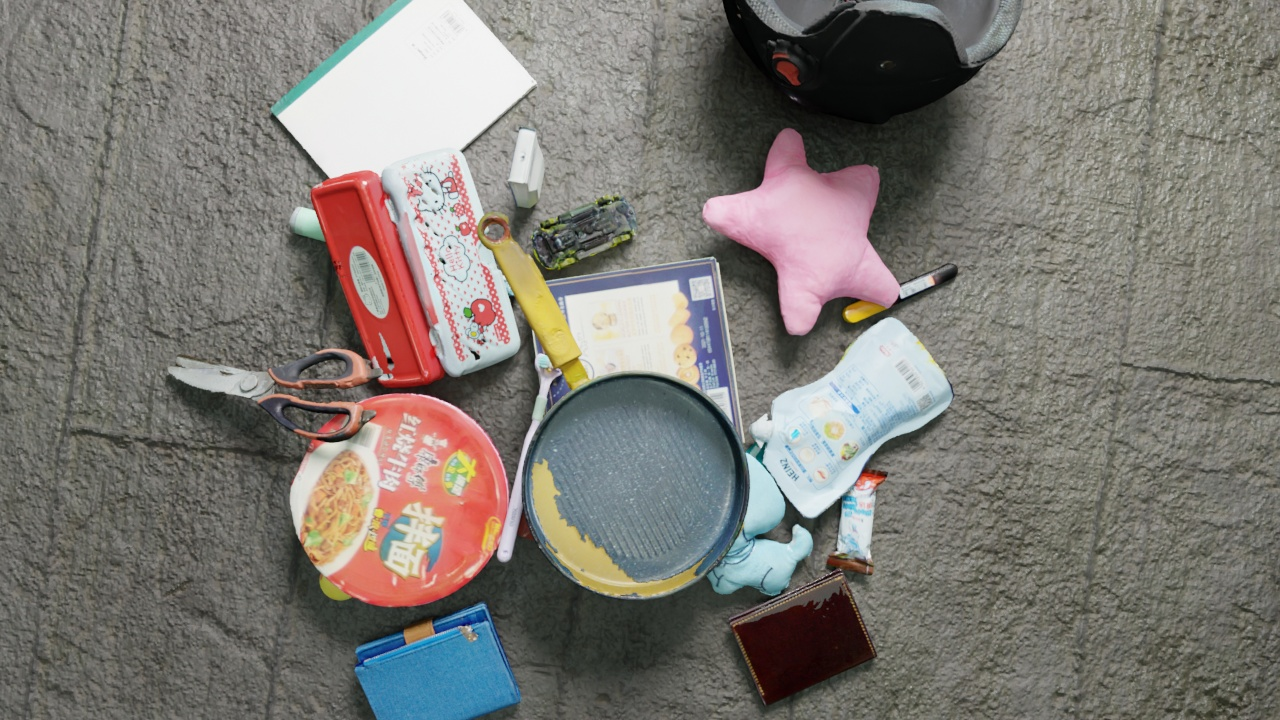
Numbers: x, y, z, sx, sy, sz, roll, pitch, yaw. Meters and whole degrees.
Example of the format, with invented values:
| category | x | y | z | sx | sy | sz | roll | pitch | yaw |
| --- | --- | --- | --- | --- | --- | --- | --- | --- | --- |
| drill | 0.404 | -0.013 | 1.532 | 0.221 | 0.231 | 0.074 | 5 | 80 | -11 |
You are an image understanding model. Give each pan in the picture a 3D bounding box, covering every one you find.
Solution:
| category | x | y | z | sx | sy | sz | roll | pitch | yaw |
| --- | --- | --- | --- | --- | --- | --- | --- | --- | --- |
| pan | -0.042 | 0.038 | 0.782 | 0.197 | 0.078 | 0.357 | -29 | 92 | -5 |

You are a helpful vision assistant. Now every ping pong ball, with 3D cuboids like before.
| category | x | y | z | sx | sy | sz | roll | pitch | yaw |
| --- | --- | --- | --- | --- | --- | --- | --- | --- | --- |
| ping pong ball | -0.280 | 0.204 | 0.860 | 0.040 | 0.040 | 0.040 | 0 | 90 | -3 |

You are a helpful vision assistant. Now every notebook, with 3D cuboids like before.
| category | x | y | z | sx | sy | sz | roll | pitch | yaw |
| --- | --- | --- | --- | --- | --- | --- | --- | --- | --- |
| notebook | -0.226 | -0.252 | 0.876 | 0.209 | 0.012 | 0.150 | -42 | 90 | -3 |

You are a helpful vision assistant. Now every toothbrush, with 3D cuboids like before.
| category | x | y | z | sx | sy | sz | roll | pitch | yaw |
| --- | --- | --- | --- | --- | --- | --- | --- | --- | --- |
| toothbrush | -0.220 | -0.103 | 0.870 | 0.224 | 0.026 | 0.027 | 16 | 83 | -3 |
| toothbrush | -0.101 | 0.088 | 0.825 | 0.029 | 0.021 | 0.189 | 13 | 84 | -7 |

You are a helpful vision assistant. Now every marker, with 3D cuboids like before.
| category | x | y | z | sx | sy | sz | roll | pitch | yaw |
| --- | --- | --- | --- | --- | --- | --- | --- | --- | --- |
| marker | 0.254 | -0.066 | 0.897 | 0.124 | 0.015 | 0.018 | -23 | 92 | -5 |

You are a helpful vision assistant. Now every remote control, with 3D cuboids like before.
| category | x | y | z | sx | sy | sz | roll | pitch | yaw |
| --- | --- | --- | --- | --- | --- | --- | --- | --- | --- |
| remote control | -0.102 | -0.170 | 0.825 | 0.024 | 0.125 | 0.049 | 11 | 89 | -3 |

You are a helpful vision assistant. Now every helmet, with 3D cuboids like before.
| category | x | y | z | sx | sy | sz | roll | pitch | yaw |
| --- | --- | --- | --- | --- | --- | --- | --- | --- | --- |
| helmet | 0.185 | -0.327 | 0.787 | 0.274 | 0.230 | 0.233 | 17 | 75 | -3 |

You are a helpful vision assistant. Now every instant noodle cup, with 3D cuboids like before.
| category | x | y | z | sx | sy | sz | roll | pitch | yaw |
| --- | --- | --- | --- | --- | --- | --- | --- | --- | --- |
| instant noodle cup | -0.217 | 0.125 | 0.851 | 0.194 | 0.066 | 0.194 | 0 | 91 | -3 |

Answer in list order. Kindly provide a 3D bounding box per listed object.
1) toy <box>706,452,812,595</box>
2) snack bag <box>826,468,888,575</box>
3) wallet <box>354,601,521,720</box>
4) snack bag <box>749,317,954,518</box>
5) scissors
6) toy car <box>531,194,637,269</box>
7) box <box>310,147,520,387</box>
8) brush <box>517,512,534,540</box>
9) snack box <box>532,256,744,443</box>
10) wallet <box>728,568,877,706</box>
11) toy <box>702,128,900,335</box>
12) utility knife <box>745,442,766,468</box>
| category | x | y | z | sx | sy | sz | roll | pitch | yaw |
| --- | --- | --- | --- | --- | --- | --- | --- | --- | --- |
| toy | 0.088 | 0.148 | 0.862 | 0.161 | 0.050 | 0.156 | 4 | 102 | -9 |
| snack bag | 0.210 | 0.153 | 0.889 | 0.048 | 0.026 | 0.104 | 10 | 89 | 11 |
| wallet | -0.191 | 0.297 | 0.866 | 0.133 | 0.040 | 0.106 | -20 | 99 | -3 |
| snack bag | 0.199 | 0.053 | 0.877 | 0.191 | 0.039 | 0.110 | -37 | 95 | -5 |
| scissors | -0.336 | 0.013 | 0.840 | 0.192 | 0.015 | 0.207 | -36 | 63 | -6 |
| toy car | -0.053 | -0.121 | 0.875 | 0.105 | 0.032 | 0.048 | -25 | 91 | -14 |
| box | -0.202 | -0.078 | 0.830 | 0.155 | 0.073 | 0.201 | -14 | 107 | 3 |
| brush | -0.038 | 0.156 | 0.856 | 0.146 | 0.069 | 0.063 | 18 | 90 | -2 |
| snack box | -0.005 | 0.005 | 0.869 | 0.182 | 0.046 | 0.178 | -8 | 90 | -2 |
| wallet | 0.157 | 0.268 | 0.886 | 0.122 | 0.020 | 0.096 | -23 | 95 | -2 |
| toy | 0.172 | -0.122 | 0.865 | 0.178 | 0.075 | 0.194 | -41 | 95 | -12 |
| utility knife | 0.108 | 0.098 | 0.890 | 0.029 | 0.013 | 0.179 | 45 | 88 | -5 |
